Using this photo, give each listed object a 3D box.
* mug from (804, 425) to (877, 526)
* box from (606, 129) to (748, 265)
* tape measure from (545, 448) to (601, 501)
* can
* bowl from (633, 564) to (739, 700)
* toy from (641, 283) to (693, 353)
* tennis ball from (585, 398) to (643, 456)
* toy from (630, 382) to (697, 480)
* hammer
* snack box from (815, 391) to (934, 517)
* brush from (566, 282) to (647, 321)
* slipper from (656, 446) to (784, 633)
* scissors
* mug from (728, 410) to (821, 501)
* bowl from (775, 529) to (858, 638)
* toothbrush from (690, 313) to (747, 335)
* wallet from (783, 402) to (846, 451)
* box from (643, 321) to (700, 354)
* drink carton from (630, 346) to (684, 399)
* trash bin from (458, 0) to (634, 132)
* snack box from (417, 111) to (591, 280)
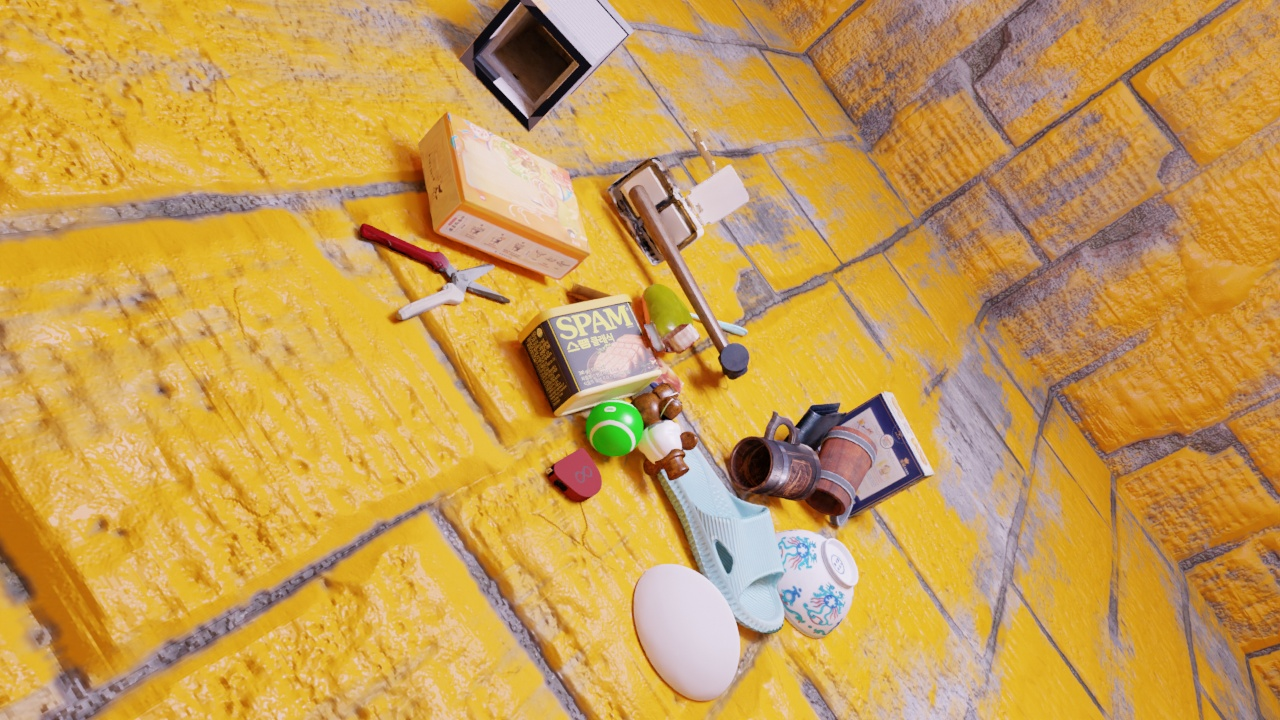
[{"bbox_3d":[0.296,0.176,1.353,0.110,0.082,0.117,-56,135,-31],"label":"mug"},{"bbox_3d":[0.060,-0.248,1.385,0.143,0.181,0.080,59,29,-2],"label":"box"},{"bbox_3d":[-0.070,0.127,0.981,0.058,0.019,0.051,-27,83,-52],"label":"tape measure"},{"bbox_3d":[-0.056,-0.006,1.053,0.135,0.075,0.104,-15,74,-38],"label":"can"},{"bbox_3d":[0.061,0.280,0.974,0.149,0.043,0.149,34,35,-29],"label":"bowl"},{"bbox_3d":[0.036,-0.056,1.279,0.090,0.051,0.109,47,26,-23],"label":"toy"},{"bbox_3d":[-0.030,0.076,1.041,0.065,0.066,0.065,34,35,-29],"label":"tennis ball"},{"bbox_3d":[0.023,0.086,1.079,0.067,0.087,0.112,13,43,-60],"label":"toy"},{"bbox_3d":[0.066,-0.116,1.336,0.321,0.040,0.129,61,-1,9],"label":"hammer"},{"bbox_3d":[0.353,0.145,1.411,0.042,0.145,0.144,8,53,-51],"label":"snack box"},{"bbox_3d":[-0.037,-0.073,1.157,0.126,0.017,0.048,23,6,43],"label":"brush"},{"bbox_3d":[0.101,0.195,1.096,0.115,0.070,0.276,-8,64,-53],"label":"slipper"},{"bbox_3d":[-0.223,-0.088,0.999,0.198,0.015,0.179,36,33,-27],"label":"scissors"},{"bbox_3d":[0.188,0.129,1.242,0.107,0.116,0.080,15,7,-44],"label":"mug"},{"bbox_3d":[0.230,0.274,1.180,0.144,0.074,0.143,34,35,-29],"label":"bowl"},{"bbox_3d":[0.113,-0.057,1.424,0.180,0.016,0.016,12,46,-47],"label":"toothbrush"},{"bbox_3d":[0.260,0.106,1.383,0.114,0.089,0.026,-1,41,-52],"label":"wallet"},{"bbox_3d":[0.035,-0.034,1.140,0.067,0.057,0.187,33,2,-2],"label":"box"},{"bbox_3d":[-0.007,0.007,1.170,0.130,0.040,0.064,47,30,-9],"label":"drink carton"},{"bbox_3d":[-0.136,-0.484,1.402,0.142,0.143,0.246,45,31,-13],"label":"trash bin"},{"bbox_3d":[-0.169,-0.192,1.115,0.195,0.081,0.145,18,45,-44],"label":"snack box"}]
